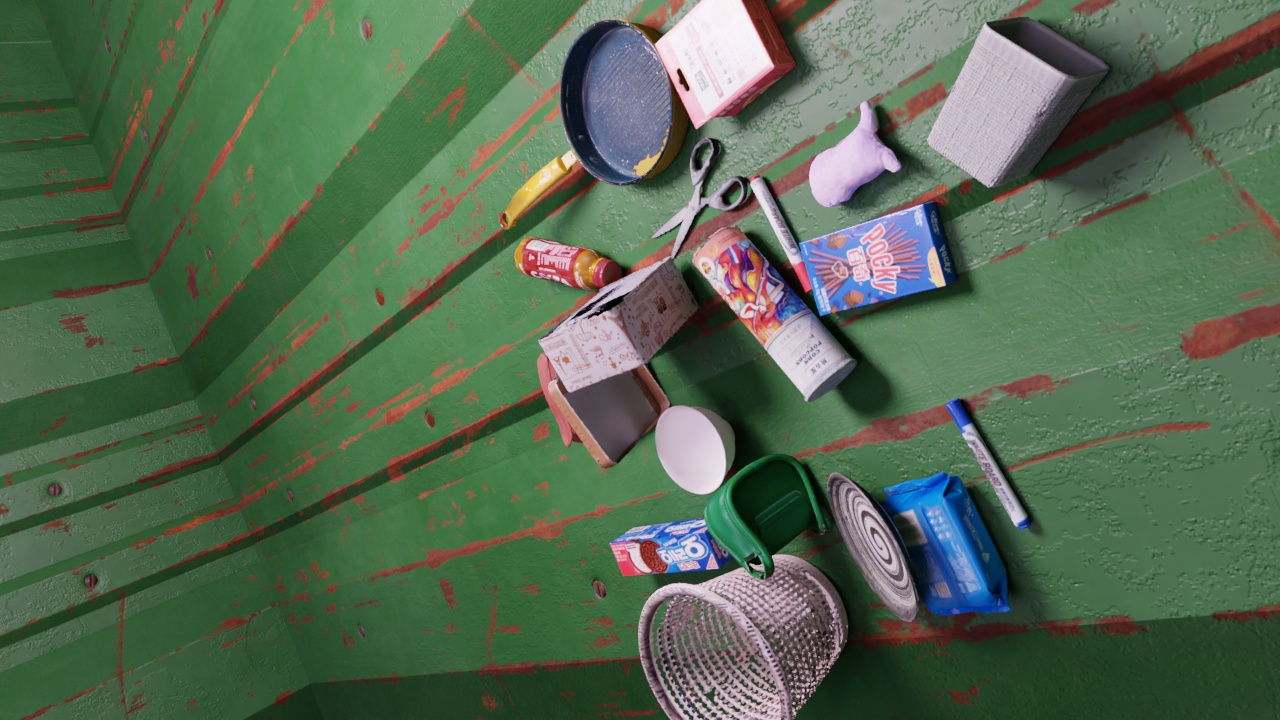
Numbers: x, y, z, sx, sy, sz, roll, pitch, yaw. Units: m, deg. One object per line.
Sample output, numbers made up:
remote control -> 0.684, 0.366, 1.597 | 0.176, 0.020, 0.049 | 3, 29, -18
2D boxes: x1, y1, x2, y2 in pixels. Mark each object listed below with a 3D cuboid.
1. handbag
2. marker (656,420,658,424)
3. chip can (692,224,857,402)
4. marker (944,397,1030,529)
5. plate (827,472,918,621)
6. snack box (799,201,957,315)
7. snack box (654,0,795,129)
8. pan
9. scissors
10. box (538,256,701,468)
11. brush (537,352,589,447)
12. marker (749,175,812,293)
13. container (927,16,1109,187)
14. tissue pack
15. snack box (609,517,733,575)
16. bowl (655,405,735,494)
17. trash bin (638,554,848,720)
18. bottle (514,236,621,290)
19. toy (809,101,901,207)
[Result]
handbag -> 0.153, 0.182, 1.095 | 0.120, 0.131, 0.068 | 53, 145, 12
marker -> 0.048, 0.116, 1.259 | 0.018, 0.015, 0.124 | -45, 71, 41
chip can -> 0.150, -0.056, 1.046 | 0.214, 0.071, 0.071 | 52, 135, 18
marker -> 0.355, 0.105, 0.938 | 0.017, 0.016, 0.145 | -37, 79, 47
plate -> 0.262, 0.201, 1.017 | 0.179, 0.024, 0.180 | 62, 171, 17
snack box -> 0.245, -0.104, 0.961 | 0.157, 0.026, 0.084 | -14, 95, 48
snack box -> 0.092, -0.338, 1.013 | 0.127, 0.044, 0.113 | -29, 85, 46
pan -> -0.077, -0.279, 1.185 | 0.359, 0.078, 0.197 | -40, 76, 46
scissors -> 0.069, -0.192, 1.118 | 0.171, 0.014, 0.159 | 16, 117, 43
box -> -0.007, 0.008, 1.145 | 0.157, 0.182, 0.193 | -23, 104, 37
brush -> -0.106, 0.053, 1.352 | 0.063, 0.069, 0.146 | -9, 99, 48
marker -> 0.162, -0.144, 1.038 | 0.017, 0.017, 0.145 | -32, 82, 47
container -> 0.321, -0.220, 0.794 | 0.090, 0.090, 0.115 | 45, 136, 25
tissue pack -> 0.326, 0.198, 0.978 | 0.095, 0.052, 0.157 | -29, 83, 50
snack box -> 0.046, 0.260, 1.287 | 0.208, 0.057, 0.058 | -19, 94, 47
bowl -> 0.083, 0.105, 1.181 | 0.118, 0.064, 0.118 | 20, 120, 40
trash bin -> 0.142, 0.342, 1.119 | 0.228, 0.191, 0.228 | 19, 118, 40
bottle -> -0.101, -0.133, 1.281 | 0.175, 0.057, 0.057 | 17, 117, 41
toy -> 0.213, -0.204, 0.947 | 0.108, 0.038, 0.083 | -39, 62, 51
